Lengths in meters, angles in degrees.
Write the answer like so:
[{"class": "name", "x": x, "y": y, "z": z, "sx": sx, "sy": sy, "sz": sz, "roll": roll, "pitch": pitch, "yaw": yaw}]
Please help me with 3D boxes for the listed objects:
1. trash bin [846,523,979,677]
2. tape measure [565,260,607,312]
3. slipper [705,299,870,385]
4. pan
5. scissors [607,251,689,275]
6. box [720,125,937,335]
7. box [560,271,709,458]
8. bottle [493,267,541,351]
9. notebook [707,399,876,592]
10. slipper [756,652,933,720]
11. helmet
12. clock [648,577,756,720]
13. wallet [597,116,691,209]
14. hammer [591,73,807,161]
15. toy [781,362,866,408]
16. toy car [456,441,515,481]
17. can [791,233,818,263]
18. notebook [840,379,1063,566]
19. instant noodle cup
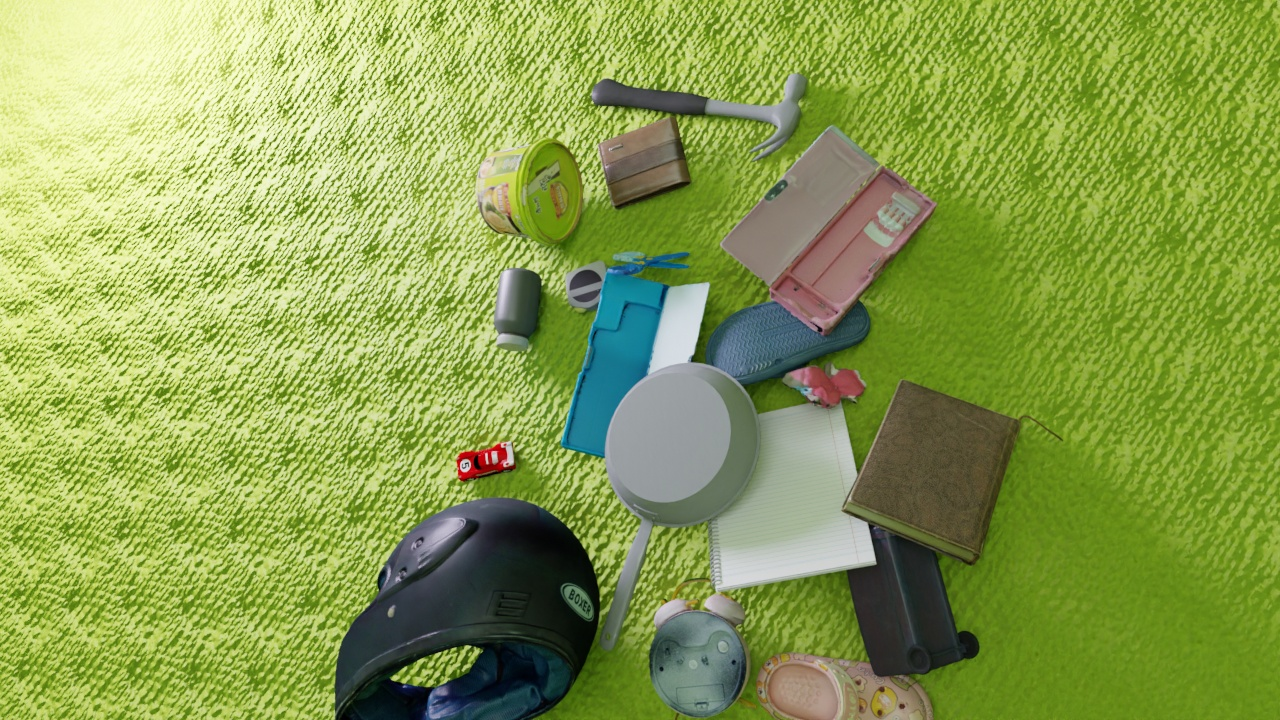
[{"class": "trash bin", "x": 0.289, "y": 0.256, "z": 1.007, "sx": 0.092, "sy": 0.093, "sz": 0.160, "roll": -28, "pitch": 68, "yaw": 47}, {"class": "tape measure", "x": -0.070, "y": -0.100, "z": 1.272, "sx": 0.065, "sy": 0.017, "sz": 0.064, "roll": -17, "pitch": 70, "yaw": 12}, {"class": "slipper", "x": 0.182, "y": -0.028, "z": 1.153, "sx": 0.213, "sy": 0.059, "sz": 0.103, "roll": -19, "pitch": 62, "yaw": -3}, {"class": "pan", "x": 0.014, "y": 0.167, "z": 1.075, "sx": 0.201, "sy": 0.050, "sz": 0.356, "roll": 17, "pitch": 81, "yaw": 31}, {"class": "scissors", "x": 0.008, "y": -0.132, "z": 1.233, "sx": 0.125, "sy": 0.015, "sz": 0.127, "roll": -13, "pitch": 26, "yaw": -22}, {"class": "box", "x": 0.235, "y": -0.164, "z": 1.148, "sx": 0.179, "sy": 0.039, "sz": 0.232, "roll": 42, "pitch": 76, "yaw": 11}, {"class": "box", "x": 0.001, "y": 0.012, "z": 1.193, "sx": 0.170, "sy": 0.071, "sz": 0.243, "roll": 8, "pitch": 78, "yaw": 28}, {"class": "bottle", "x": -0.171, "y": -0.070, "z": 1.272, "sx": 0.060, "sy": 0.060, "sz": 0.108, "roll": 1, "pitch": 75, "yaw": 17}, {"class": "notebook", "x": 0.163, "y": 0.150, "z": 1.069, "sx": 0.178, "sy": 0.013, "sz": 0.245, "roll": -13, "pitch": 41, "yaw": 13}, {"class": "slipper", "x": 0.221, "y": 0.374, "z": 1.013, "sx": 0.197, "sy": 0.081, "sz": 0.093, "roll": 9, "pitch": 76, "yaw": 22}, {"class": "helmet", "x": -0.202, "y": 0.295, "z": 1.085, "sx": 0.317, "sy": 0.249, "sz": 0.235, "roll": -28, "pitch": 39, "yaw": 14}, {"class": "clock", "x": 0.071, "y": 0.336, "z": 1.078, "sx": 0.117, "sy": 0.058, "sz": 0.157, "roll": -14, "pitch": 71, "yaw": 18}, {"class": "wallet", "x": 0.005, "y": -0.276, "z": 1.285, "sx": 0.121, "sy": 0.027, "sz": 0.098, "roll": -16, "pitch": 83, "yaw": 18}, {"class": "hammer", "x": 0.072, "y": -0.358, "z": 1.296, "sx": 0.311, "sy": 0.029, "sz": 0.125, "roll": 13, "pitch": 79, "yaw": 21}, {"class": "toy", "x": 0.226, "y": 0.037, "z": 1.120, "sx": 0.102, "sy": 0.050, "sz": 0.065, "roll": -9, "pitch": 45, "yaw": -30}, {"class": "toy car", "x": -0.209, "y": 0.137, "z": 1.243, "sx": 0.089, "sy": 0.025, "sz": 0.038, "roll": -14, "pitch": 71, "yaw": 13}, {"class": "can", "x": 0.207, "y": -0.180, "z": 1.189, "sx": 0.053, "sy": 0.053, "sz": 0.101, "roll": 14, "pitch": 79, "yaw": 20}, {"class": "notebook", "x": 0.346, "y": 0.122, "z": 1.013, "sx": 0.190, "sy": 0.035, "sz": 0.214, "roll": 20, "pitch": 47, "yaw": 19}, {"class": "instant noodle cup", "x": -0.156, "y": -0.234, "z": 1.275, "sx": 0.098, "sy": 0.146, "sz": 0.146, "roll": 6, "pitch": 76, "yaw": 30}]
